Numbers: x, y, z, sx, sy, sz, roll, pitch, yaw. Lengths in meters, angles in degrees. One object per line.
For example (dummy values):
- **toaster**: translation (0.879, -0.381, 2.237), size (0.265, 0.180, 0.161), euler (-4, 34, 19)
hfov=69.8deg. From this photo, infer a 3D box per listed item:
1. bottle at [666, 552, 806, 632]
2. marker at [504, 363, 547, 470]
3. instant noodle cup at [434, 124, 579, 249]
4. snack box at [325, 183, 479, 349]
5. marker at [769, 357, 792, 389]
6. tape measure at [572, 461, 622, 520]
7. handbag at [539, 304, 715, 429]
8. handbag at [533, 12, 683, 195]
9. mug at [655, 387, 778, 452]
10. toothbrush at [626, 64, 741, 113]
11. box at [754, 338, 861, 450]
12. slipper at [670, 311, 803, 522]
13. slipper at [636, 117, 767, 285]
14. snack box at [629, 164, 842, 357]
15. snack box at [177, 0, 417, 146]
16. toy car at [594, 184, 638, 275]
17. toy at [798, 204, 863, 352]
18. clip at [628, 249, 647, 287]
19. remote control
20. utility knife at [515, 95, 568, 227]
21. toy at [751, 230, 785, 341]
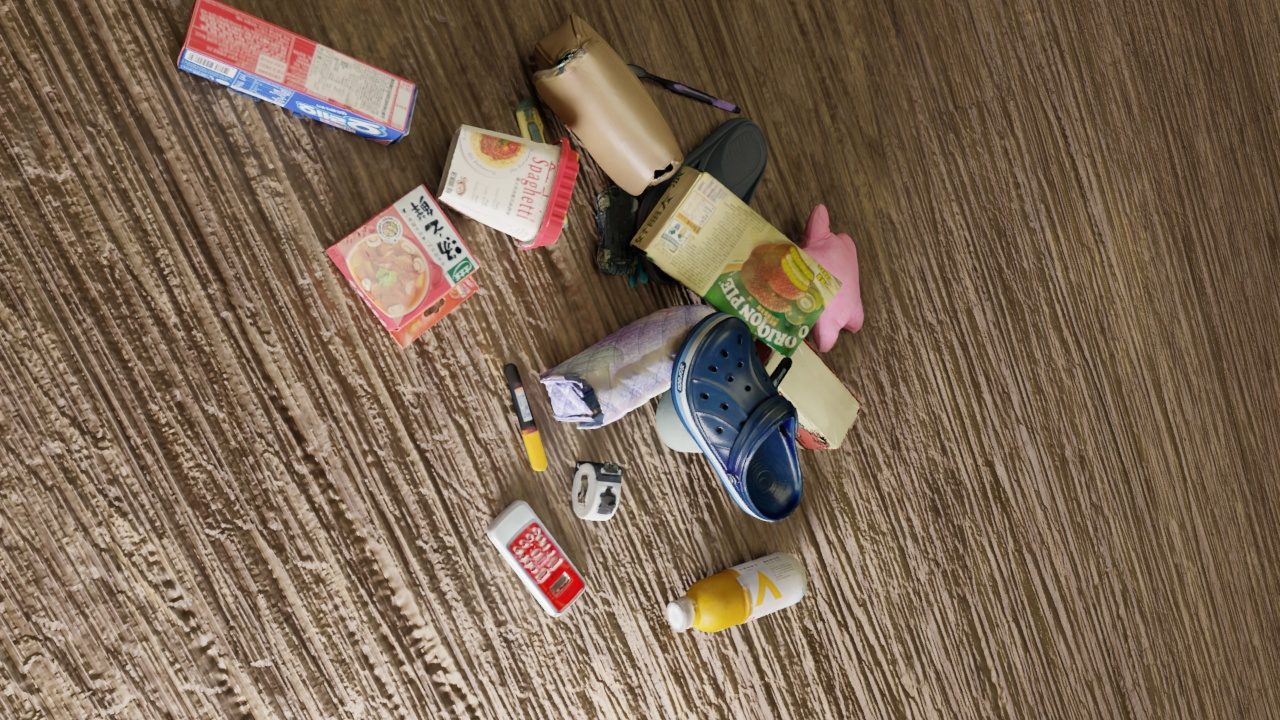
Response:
- **bottle**: translation (0.119, 0.289, 1.129), size (0.189, 0.068, 0.068), euler (-9, 93, -32)
- **marker**: translation (-0.128, 0.063, 1.013), size (0.018, 0.015, 0.124), euler (-19, 96, -33)
- **instant noodle cup**: translation (-0.141, -0.185, 0.956), size (0.124, 0.117, 0.116), euler (15, 90, -20)
- **snack box**: translation (-0.232, -0.094, 0.933), size (0.113, 0.044, 0.127), euler (-44, 111, -26)
- **marker**: translation (0.143, 0.043, 1.061), size (0.018, 0.015, 0.124), euler (49, 65, -26)
- **tape measure**: translation (-0.050, 0.146, 1.028), size (0.033, 0.066, 0.066), euler (10, 81, -28)
- **handbag**: translation (-0.006, 0.006, 1.021), size (0.193, 0.134, 0.075), euler (-31, 104, -29)
- **handbag**: translation (-0.038, -0.274, 1.012), size (0.100, 0.147, 0.204), euler (-38, 111, 12)
- **mug**: translation (0.095, 0.060, 1.102), size (0.123, 0.104, 0.084), euler (-35, 106, -28)
- **toothbrush**: translation (0.053, -0.337, 1.145), size (0.188, 0.017, 0.014), euler (9, 95, -35)
- **box**: translation (0.209, 0.039, 1.189), size (0.168, 0.079, 0.091), euler (45, 66, -23)
- **slipper**: translation (0.116, 0.072, 0.979), size (0.104, 0.095, 0.253), euler (-35, 115, -26)
- **slipper**: translation (0.092, -0.202, 1.111), size (0.267, 0.083, 0.111), euler (-52, 127, -27)
- **snack box**: translation (0.114, -0.111, 1.065), size (0.240, 0.063, 0.114), euler (32, 95, -28)
- **snack box**: translation (-0.322, -0.270, 0.875), size (0.207, 0.057, 0.058), euler (16, 77, -31)
- **toy car**: translation (-0.029, -0.152, 1.072), size (0.048, 0.031, 0.105), euler (2, 88, -37)
- **toy**: translation (0.255, -0.109, 1.229), size (0.178, 0.075, 0.195), euler (-56, 129, -38)
- **clip**: translation (-0.001, -0.115, 1.095), size (0.013, 0.038, 0.055), euler (14, 74, -34)
- **remote control**: translation (-0.113, 0.219, 1.012), size (0.055, 0.020, 0.136), euler (-42, 110, -26)
- **utility knife**: translation (-0.111, -0.222, 1.035), size (0.030, 0.018, 0.152), euler (-20, 104, -25)
- **toy**: translation (0.148, -0.094, 1.172), size (0.105, 0.066, 0.157), euler (31, 74, -60)
